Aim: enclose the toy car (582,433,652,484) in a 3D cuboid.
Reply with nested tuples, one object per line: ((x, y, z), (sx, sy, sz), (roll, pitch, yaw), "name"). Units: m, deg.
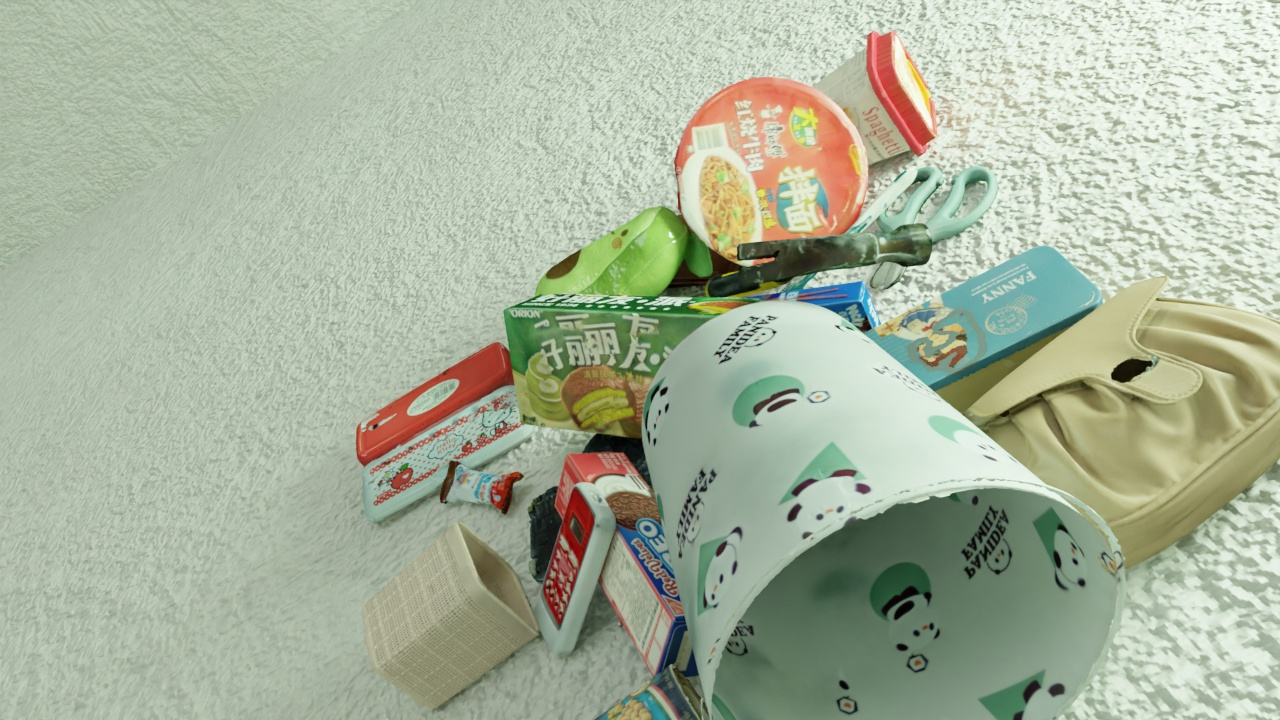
((-0.013, 0.087, 0.819), (0.091, 0.034, 0.042), (9, 57, 41), "toy car")

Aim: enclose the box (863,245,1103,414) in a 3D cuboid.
((0.265, -0.015, 0.703), (0.184, 0.059, 0.089), (-30, 37, 8), "box")

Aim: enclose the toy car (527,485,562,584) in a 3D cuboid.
((-0.071, 0.151, 0.793), (0.049, 0.031, 0.105), (-28, 35, 13), "toy car")

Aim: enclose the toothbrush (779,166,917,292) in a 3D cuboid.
((0.199, -0.120, 0.889), (0.191, 0.016, 0.018), (-45, 25, -2), "toothbrush")

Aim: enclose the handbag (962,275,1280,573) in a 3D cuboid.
((0.308, 0.032, 0.581), (0.204, 0.100, 0.148), (-36, 40, -8), "handbag")

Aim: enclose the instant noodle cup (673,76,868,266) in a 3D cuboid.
((0.126, -0.182, 0.926), (0.193, 0.194, 0.066), (-38, 2, -5), "instant noodle cup")

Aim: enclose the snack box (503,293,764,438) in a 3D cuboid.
((-0.005, 0.005, 0.803), (0.240, 0.114, 0.063), (5, 20, 32), "snack box")

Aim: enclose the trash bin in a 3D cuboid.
((0.116, 0.095, 0.567), (0.230, 0.229, 0.251), (-30, 31, 5), "trash bin")

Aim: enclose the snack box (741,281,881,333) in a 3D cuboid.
((0.129, -0.020, 0.789), (0.157, 0.084, 0.026), (-6, 44, 32), "snack box")

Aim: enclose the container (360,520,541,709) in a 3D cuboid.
((-0.158, 0.210, 0.748), (0.111, 0.090, 0.090), (-38, 36, -2), "container")

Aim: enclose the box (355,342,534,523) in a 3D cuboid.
((-0.215, 0.074, 0.985), (0.201, 0.038, 0.157), (-30, 37, 4), "box")

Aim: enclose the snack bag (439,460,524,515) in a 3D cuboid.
((-0.156, 0.123, 0.892), (0.105, 0.026, 0.045), (2, 73, 38), "snack bag")

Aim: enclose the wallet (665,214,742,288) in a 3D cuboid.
((0.064, -0.118, 0.997), (0.125, 0.032, 0.101), (1, 52, 39), "wallet")

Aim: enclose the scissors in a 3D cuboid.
((0.253, -0.127, 0.873), (0.179, 0.019, 0.139), (-47, 39, -15), "scissors")

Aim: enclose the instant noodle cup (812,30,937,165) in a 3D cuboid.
((0.233, -0.262, 0.970), (0.124, 0.116, 0.116), (-23, 36, 33), "instant noodle cup")

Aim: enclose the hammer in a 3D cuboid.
((0.109, -0.073, 0.772), (0.126, 0.032, 0.323), (-6, 1, -11), "hammer")

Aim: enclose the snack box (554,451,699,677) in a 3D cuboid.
((-0.002, 0.149, 0.701), (0.057, 0.058, 0.207), (2, 27, -28), "snack box")

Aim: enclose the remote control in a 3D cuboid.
((-0.053, 0.162, 0.708), (0.056, 0.020, 0.136), (48, 127, 51), "remote control")

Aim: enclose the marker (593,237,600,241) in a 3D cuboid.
((-0.029, -0.113, 1.071), (0.022, 0.018, 0.130), (-44, 37, 2), "marker")

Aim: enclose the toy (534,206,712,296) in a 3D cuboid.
((-0.044, -0.076, 0.959), (0.247, 0.090, 0.226), (-36, 27, 18), "toy")

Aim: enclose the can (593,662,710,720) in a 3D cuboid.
((-0.002, 0.256, 0.586), (0.111, 0.075, 0.075), (-35, 36, -3), "can")
